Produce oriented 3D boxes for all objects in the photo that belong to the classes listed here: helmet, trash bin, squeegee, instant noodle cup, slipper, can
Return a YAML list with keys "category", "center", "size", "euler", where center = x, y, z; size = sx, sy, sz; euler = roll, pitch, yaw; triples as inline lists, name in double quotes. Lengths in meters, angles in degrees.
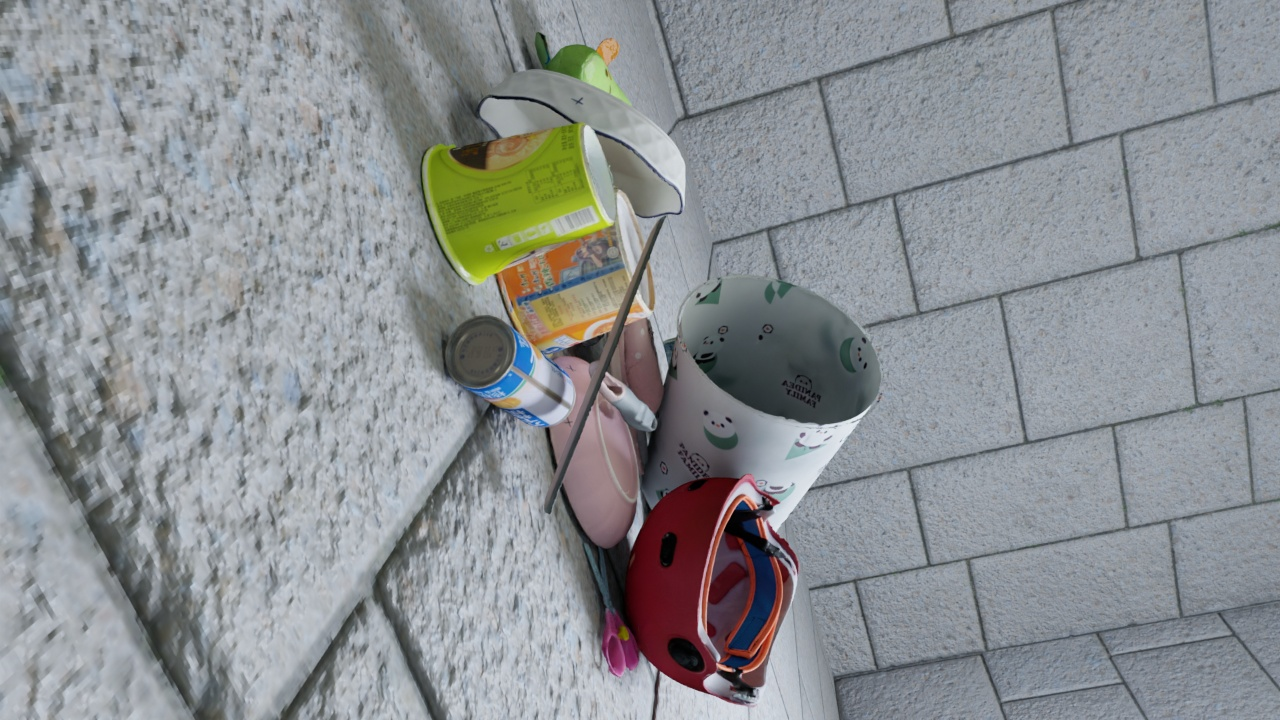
- category: "helmet"
  center: [0.055, 0.217, 0.916]
  size: [0.206, 0.144, 0.240]
  euler: [-61, 141, -40]
- category: "trash bin"
  center: [0.117, 0.071, 1.039]
  size: [0.229, 0.229, 0.253]
  euler: [-92, -164, -47]
- category: "squeegee"
  center: [-0.019, 0.028, 0.813]
  size: [0.249, 0.040, 0.247]
  euler: [58, 51, -71]
- category: "instant noodle cup"
  center: [-0.086, -0.128, 0.707]
  size: [0.111, 0.123, 0.111]
  euler: [-14, 89, -79]
- category: "instant noodle cup"
  center: [-0.056, -0.087, 0.841]
  size: [0.151, 0.111, 0.151]
  euler: [-13, 89, -79]
- category: "slipper"
  center: [-0.006, 0.006, 0.999]
  size: [0.114, 0.054, 0.275]
  euler: [-99, -177, -61]
- category: "can"
  center: [-0.093, 0.012, 0.685]
  size: [0.134, 0.053, 0.053]
  euler: [48, 30, -68]

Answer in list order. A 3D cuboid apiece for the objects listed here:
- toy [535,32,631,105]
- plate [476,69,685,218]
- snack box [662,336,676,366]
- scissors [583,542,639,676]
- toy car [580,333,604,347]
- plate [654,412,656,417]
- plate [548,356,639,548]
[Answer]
- category: "toy"
  center: [-0.056, -0.306, 1.160]
  size: [0.247, 0.090, 0.226]
  euler: [49, 45, -62]
- category: "plate"
  center: [-0.047, -0.196, 0.834]
  size: [0.045, 0.205, 0.205]
  euler: [-65, 161, -7]
- category: "snack box"
  center: [0.086, 0.082, 1.317]
  size: [0.178, 0.046, 0.182]
  euler: [60, 17, -62]
- category: "scissors"
  center: [-0.030, 0.230, 0.835]
  size: [0.118, 0.017, 0.133]
  euler: [-53, 124, -76]
- category: "toy car"
  center: [-0.061, -0.059, 0.989]
  size: [0.043, 0.034, 0.090]
  euler: [48, 28, -60]
- category: "plate"
  center: [0.058, 0.155, 1.313]
  size: [0.162, 0.034, 0.265]
  euler: [55, 23, -63]
- category: "plate"
  center: [-0.039, 0.084, 0.894]
  size: [0.192, 0.039, 0.192]
  euler: [-15, 89, -79]
